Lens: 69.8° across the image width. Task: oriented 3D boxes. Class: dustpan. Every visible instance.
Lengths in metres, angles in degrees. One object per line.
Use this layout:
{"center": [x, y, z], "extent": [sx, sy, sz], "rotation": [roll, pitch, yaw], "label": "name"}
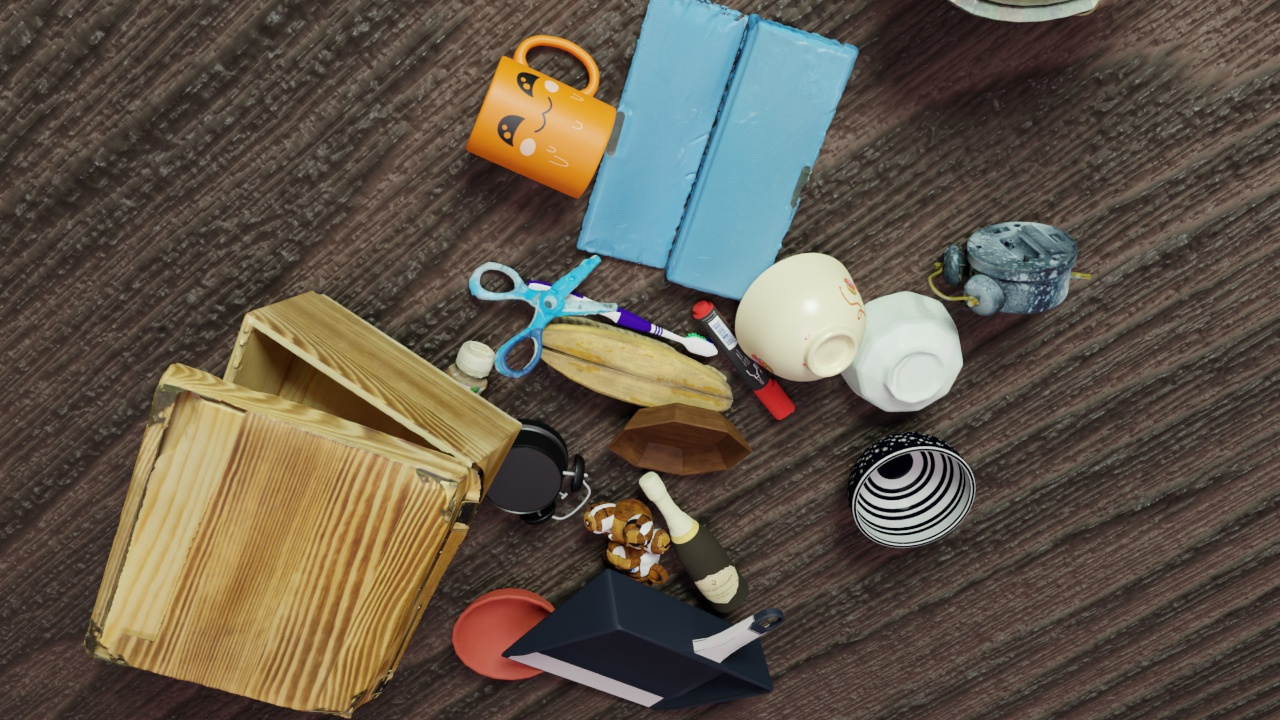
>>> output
{"center": [0.034, 0.303, 0.950], "extent": [0.236, 0.080, 0.274], "rotation": [32, 117, -33], "label": "dustpan"}

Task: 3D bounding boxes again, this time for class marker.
{"center": [0.097, 0.000, 0.863], "extent": [0.024, 0.021, 0.145], "rotation": [-23, 120, 34], "label": "marker"}

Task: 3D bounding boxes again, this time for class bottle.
{"center": [0.051, 0.184, 0.946], "extent": [0.045, 0.045, 0.184], "rotation": [-28, 116, 11], "label": "bottle"}
{"center": [-0.180, 0.057, 0.854], "extent": [0.059, 0.059, 0.167], "rotation": [22, 114, -15], "label": "bottle"}

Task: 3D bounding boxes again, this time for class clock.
{"center": [-0.105, 0.112, 0.898], "extent": [0.120, 0.042, 0.091], "rotation": [39, 109, -21], "label": "clock"}
{"center": [0.316, -0.079, 0.799], "extent": [0.129, 0.090, 0.052], "rotation": [-11, 124, -2], "label": "clock"}

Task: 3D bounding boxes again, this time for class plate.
{"center": [0.037, 0.073, 0.866], "extent": [0.131, 0.025, 0.131], "rotation": [4, 153, 2], "label": "plate"}

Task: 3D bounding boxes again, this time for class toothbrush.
{"center": [-0.015, -0.039, 0.838], "extent": [0.186, 0.016, 0.015], "rotation": [20, 114, -11], "label": "toothbrush"}

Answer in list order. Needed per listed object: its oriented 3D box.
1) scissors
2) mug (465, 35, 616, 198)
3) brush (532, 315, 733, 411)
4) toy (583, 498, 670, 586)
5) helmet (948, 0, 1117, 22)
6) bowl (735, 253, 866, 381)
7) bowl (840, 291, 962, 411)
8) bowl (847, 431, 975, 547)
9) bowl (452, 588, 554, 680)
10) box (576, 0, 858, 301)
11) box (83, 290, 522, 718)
{"center": [-0.086, -0.038, 0.805], "extent": [0.137, 0.012, 0.127], "rotation": [4, 89, 4], "label": "scissors"}
{"center": [-0.073, -0.199, 0.723], "extent": [0.096, 0.078, 0.112], "rotation": [22, 84, -15], "label": "mug"}
{"center": [-0.005, 0.005, 0.847], "extent": [0.195, 0.043, 0.059], "rotation": [18, 114, -12], "label": "brush"}
{"center": [-0.009, 0.189, 0.933], "extent": [0.087, 0.067, 0.113], "rotation": [15, 125, 30], "label": "toy"}
{"center": [0.279, -0.321, 0.579], "extent": [0.192, 0.236, 0.224], "rotation": [41, 98, -17], "label": "helmet"}
{"center": [0.152, -0.025, 0.806], "extent": [0.118, 0.074, 0.118], "rotation": [-11, 128, -15], "label": "bowl"}
{"center": [0.247, 0.001, 0.853], "extent": [0.117, 0.061, 0.118], "rotation": [-2, 118, -4], "label": "bowl"}
{"center": [0.261, 0.119, 0.913], "extent": [0.120, 0.066, 0.120], "rotation": [-2, 118, -3], "label": "bowl"}
{"center": [-0.141, 0.290, 0.995], "extent": [0.122, 0.035, 0.122], "rotation": [-2, 118, -3], "label": "bowl"}
{"center": [0.057, -0.171, 0.766], "extent": [0.174, 0.033, 0.232], "rotation": [13, 117, -9], "label": "box"}
{"center": [-0.273, 0.142, 0.763], "extent": [0.258, 0.220, 0.280], "rotation": [31, 112, 4], "label": "box"}
